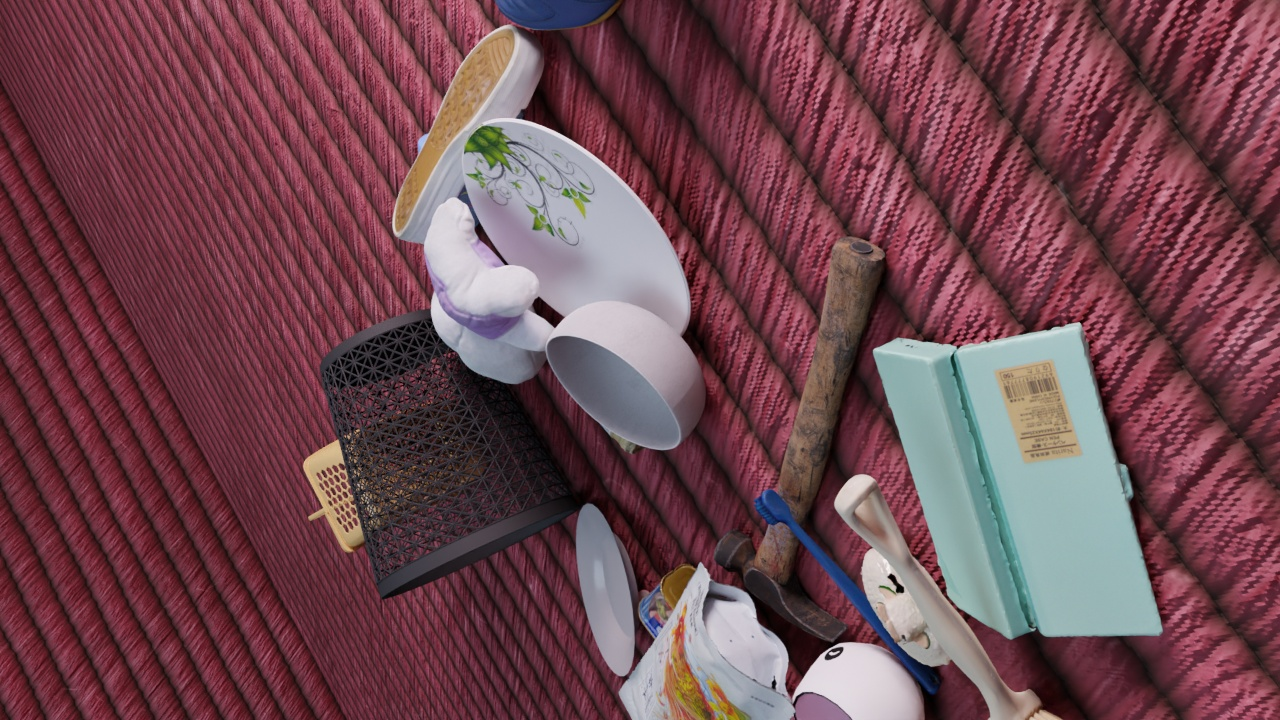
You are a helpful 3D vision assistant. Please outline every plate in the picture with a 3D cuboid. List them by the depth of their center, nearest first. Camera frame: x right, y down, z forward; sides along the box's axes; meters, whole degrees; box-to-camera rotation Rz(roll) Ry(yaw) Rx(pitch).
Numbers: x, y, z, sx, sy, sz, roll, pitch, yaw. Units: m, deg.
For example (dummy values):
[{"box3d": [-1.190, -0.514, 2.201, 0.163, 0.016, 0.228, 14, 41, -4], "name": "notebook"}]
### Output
[{"box3d": [-0.047, -0.102, 0.737, 0.229, 0.030, 0.230, 32, 153, 19], "name": "plate"}, {"box3d": [-0.029, 0.230, 0.932, 0.173, 0.019, 0.173, 172, 90, -70], "name": "plate"}]

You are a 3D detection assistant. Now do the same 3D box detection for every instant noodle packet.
[{"box3d": [0.045, 0.296, 0.789, 0.146, 0.057, 0.270, 55, 144, 30], "name": "instant noodle packet"}]

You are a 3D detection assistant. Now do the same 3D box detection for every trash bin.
[{"box3d": [-0.213, 0.089, 0.962, 0.218, 0.216, 0.243, -40, 73, 55], "name": "trash bin"}]

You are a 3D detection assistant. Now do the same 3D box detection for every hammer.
[{"box3d": [0.127, 0.066, 0.653, 0.120, 0.033, 0.331, 33, 135, 30], "name": "hammer"}]

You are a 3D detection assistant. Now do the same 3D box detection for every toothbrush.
[{"box3d": [0.149, 0.167, 0.662, 0.190, 0.016, 0.017, 48, 139, -1], "name": "toothbrush"}]

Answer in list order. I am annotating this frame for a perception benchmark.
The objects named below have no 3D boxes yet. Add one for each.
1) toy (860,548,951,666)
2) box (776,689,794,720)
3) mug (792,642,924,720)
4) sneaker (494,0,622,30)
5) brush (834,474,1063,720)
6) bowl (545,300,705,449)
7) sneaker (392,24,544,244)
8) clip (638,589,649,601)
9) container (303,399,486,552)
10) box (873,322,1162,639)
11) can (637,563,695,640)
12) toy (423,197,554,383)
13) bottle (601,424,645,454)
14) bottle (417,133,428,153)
[{"box3d": [0.180, 0.166, 0.621, 0.087, 0.050, 0.112, 60, 180, 13], "name": "toy"}, {"box3d": [0.082, 0.387, 0.883, 0.234, 0.075, 0.172, -37, 54, 55], "name": "box"}, {"box3d": [0.160, 0.265, 0.695, 0.090, 0.076, 0.124, 51, 143, 17], "name": "mug"}, {"box3d": [-0.053, -0.284, 0.601, 0.242, 0.090, 0.116, -10, 107, 55], "name": "sneaker"}, {"box3d": [0.188, 0.168, 0.547, 0.077, 0.061, 0.272, 0, 132, 54], "name": "brush"}, {"box3d": [-0.004, 0.004, 0.732, 0.132, 0.064, 0.132, 31, 153, 18], "name": "bowl"}, {"box3d": [-0.136, -0.185, 0.796, 0.236, 0.079, 0.087, -46, 42, 38], "name": "sneaker"}, {"box3d": [0.015, 0.263, 0.931, 0.059, 0.023, 0.041, 46, 147, 32], "name": "clip"}, {"box3d": [-0.302, 0.135, 1.116, 0.167, 0.182, 0.129, -29, 88, 48], "name": "container"}, {"box3d": [0.212, 0.074, 0.535, 0.138, 0.056, 0.187, -4, 110, 60], "name": "box"}, {"box3d": [0.049, 0.243, 0.844, 0.100, 0.053, 0.059, 50, 141, 16], "name": "can"}, {"box3d": [-0.138, -0.046, 0.826, 0.137, 0.085, 0.209, 44, 165, 10], "name": "toy"}, {"box3d": [-0.030, 0.033, 0.821, 0.110, 0.042, 0.043, 48, 142, 19], "name": "bottle"}, {"box3d": [-0.187, -0.153, 0.895, 0.048, 0.047, 0.131, 34, 136, 36], "name": "bottle"}]
